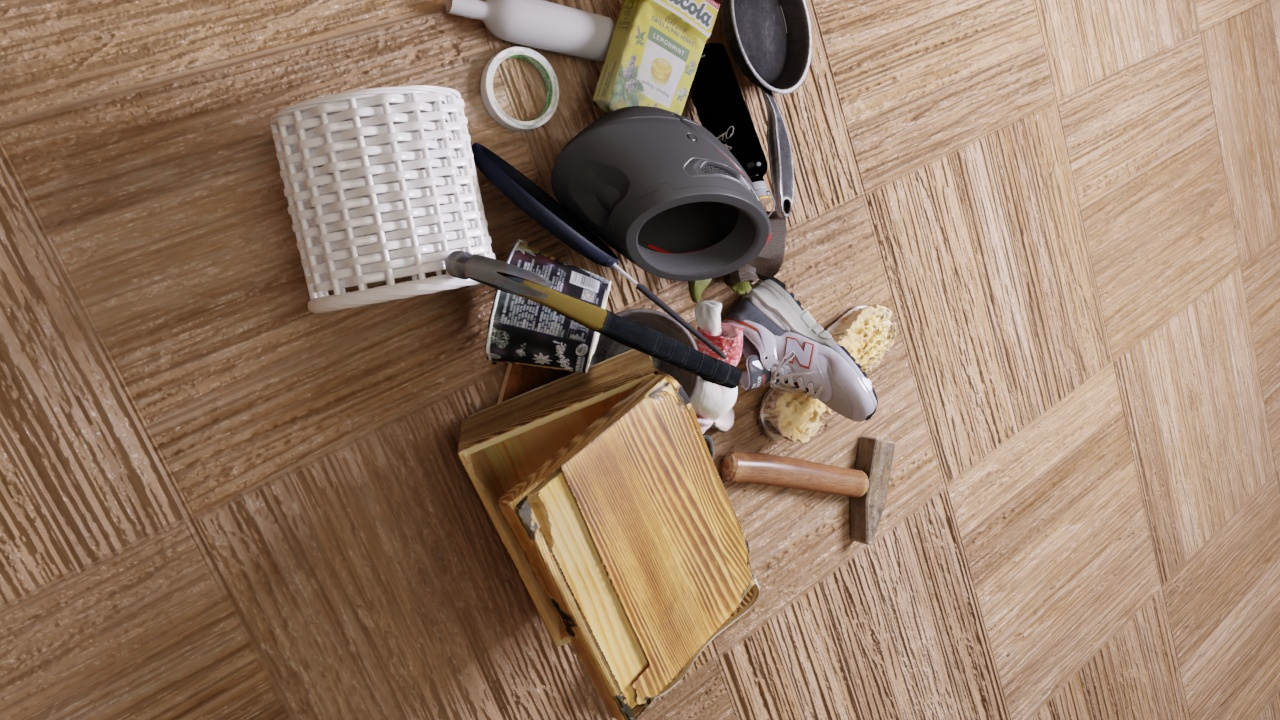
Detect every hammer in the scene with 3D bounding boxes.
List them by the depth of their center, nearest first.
[{"bbox_3d":[-0.023,-0.032,0.893,0.332,0.118,0.025,23,87,-38],"label":"hammer"},{"bbox_3d":[0.239,0.173,1.315,0.300,0.037,0.158,12,86,-31],"label":"hammer"}]

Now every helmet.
[{"bbox_3d":[0.020,-0.205,1.063,0.264,0.165,0.169,6,49,-34],"label":"helmet"}]

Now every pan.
[{"bbox_3d":[-0.047,-0.115,0.988,0.356,0.198,0.021,40,98,8],"label":"pan"},{"bbox_3d":[0.170,-0.361,1.203,0.187,0.055,0.356,4,86,-48],"label":"pan"}]

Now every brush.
[{"bbox_3d":[0.270,0.015,1.313,0.270,0.057,0.083,-42,109,-23],"label":"brush"}]

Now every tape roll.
[{"bbox_3d":[-0.140,-0.315,1.066,0.093,0.018,0.094,-2,93,-32],"label":"tape roll"}]

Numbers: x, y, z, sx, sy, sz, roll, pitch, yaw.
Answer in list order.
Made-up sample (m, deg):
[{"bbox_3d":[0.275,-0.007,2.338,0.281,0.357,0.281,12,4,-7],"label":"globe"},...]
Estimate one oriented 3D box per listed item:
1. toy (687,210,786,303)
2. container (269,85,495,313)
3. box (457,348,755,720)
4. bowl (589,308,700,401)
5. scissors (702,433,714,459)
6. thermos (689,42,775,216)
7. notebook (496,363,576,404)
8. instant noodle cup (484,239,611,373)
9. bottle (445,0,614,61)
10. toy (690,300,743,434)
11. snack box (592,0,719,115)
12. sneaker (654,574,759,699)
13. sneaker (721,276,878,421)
[{"bbox_3d":[0.121,-0.158,1.200,0.152,0.078,0.179,7,85,-25],"label":"toy"},{"bbox_3d":[-0.250,-0.156,0.907,0.189,0.190,0.187,-15,99,-30],"label":"container"},{"bbox_3d":[-0.014,0.173,0.968,0.269,0.263,0.279,-23,109,-1],"label":"box"},{"bbox_3d":[-0.006,0.006,1.092,0.145,0.067,0.145,-2,101,-9],"label":"bowl"},{"bbox_3d":[0.060,0.169,1.211,0.168,0.013,0.157,44,66,-38],"label":"scissors"},{"bbox_3d":[0.115,-0.282,1.157,0.061,0.061,0.231,-14,80,-31],"label":"thermos"},{"bbox_3d":[-0.066,0.052,1.128,0.225,0.024,0.167,18,84,-31],"label":"notebook"},{"bbox_3d":[-0.096,-0.049,0.984,0.112,0.137,0.137,16,83,-1],"label":"instant noodle cup"},{"bbox_3d":[-0.126,-0.387,1.050,0.195,0.053,0.052,1,92,-32],"label":"bottle"},{"bbox_3d":[0.085,0.022,1.160,0.158,0.084,0.194,-25,126,-45],"label":"toy"},{"bbox_3d":[0.019,-0.366,1.098,0.121,0.045,0.181,15,95,-45],"label":"snack box"},{"bbox_3d":[0.043,0.338,1.176,0.241,0.088,0.118,-42,127,0],"label":"sneaker"},{"bbox_3d":[0.192,0.007,1.213,0.124,0.089,0.239,-32,71,-18],"label":"sneaker"}]
